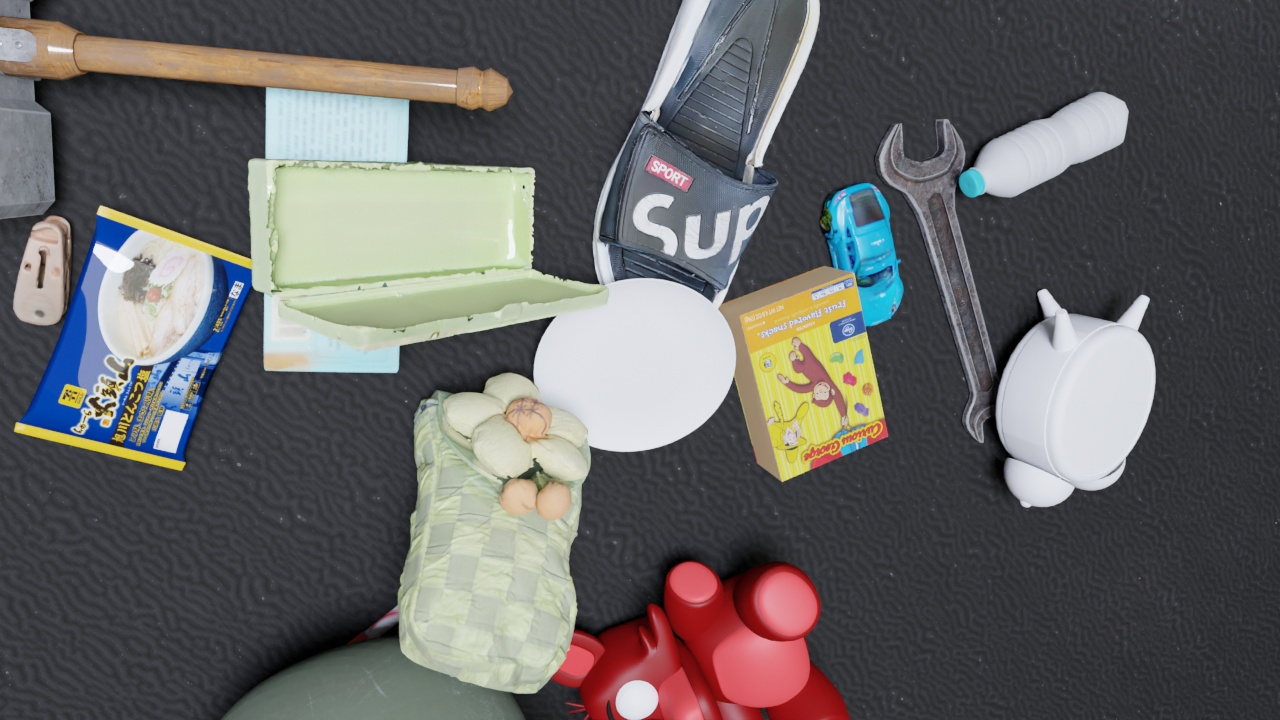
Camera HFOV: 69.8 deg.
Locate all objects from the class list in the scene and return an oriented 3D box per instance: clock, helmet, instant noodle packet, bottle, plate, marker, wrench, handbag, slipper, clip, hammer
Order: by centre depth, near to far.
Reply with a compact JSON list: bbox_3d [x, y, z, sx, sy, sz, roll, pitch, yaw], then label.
[{"bbox_3d":[-0.223,-0.145,0.446,0.317,0.083,0.163,3,102,-7],"label":"hammer"},{"bbox_3d":[-0.325,-0.051,0.502,0.025,0.049,0.061,8,140,-22],"label":"clip"},{"bbox_3d":[-0.282,-0.009,0.521,0.087,0.026,0.134,21,96,-31],"label":"instant noodle packet"},{"bbox_3d":[-0.078,0.092,0.541,0.113,0.186,0.117,14,139,-22],"label":"handbag"},{"bbox_3d":[-0.169,0.256,0.545,0.268,0.153,0.227,-35,142,12],"label":"helmet"},{"bbox_3d":[0.046,-0.135,0.585,0.111,0.063,0.264,19,95,-23],"label":"slipper"},{"bbox_3d":[-0.004,0.004,0.611,0.134,0.011,0.135,-4,123,-7],"label":"plate"},{"bbox_3d":[-0.171,0.175,0.612,0.142,0.013,0.013,-38,112,-7],"label":"marker"},{"bbox_3d":[0.292,-0.154,0.671,0.136,0.044,0.044,-26,110,-14],"label":"bottle"},{"bbox_3d":[0.241,-0.054,0.698,0.070,0.010,0.273,-27,110,-11],"label":"wrench"},{"bbox_3d":[0.334,0.029,0.720,0.125,0.073,0.161,-9,109,-30],"label":"clock"}]

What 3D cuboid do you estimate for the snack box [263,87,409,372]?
[{"bbox_3d":[-0.175,-0.080,0.528,0.075,0.053,0.175,1,104,-19],"label":"snack box"}]

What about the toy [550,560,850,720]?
[{"bbox_3d":[0.035,0.226,0.644,0.197,0.120,0.158,-19,111,-5],"label":"toy"}]

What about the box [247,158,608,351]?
[{"bbox_3d":[-0.104,-0.066,0.493,0.187,0.098,0.082,-17,116,-55],"label":"box"}]

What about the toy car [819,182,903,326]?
[{"bbox_3d":[0.162,-0.073,0.655,0.048,0.032,0.105,-19,110,-14],"label":"toy car"}]

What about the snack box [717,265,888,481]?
[{"bbox_3d":[0.116,0.008,0.654,0.088,0.040,0.126,-21,109,-13],"label":"snack box"}]
